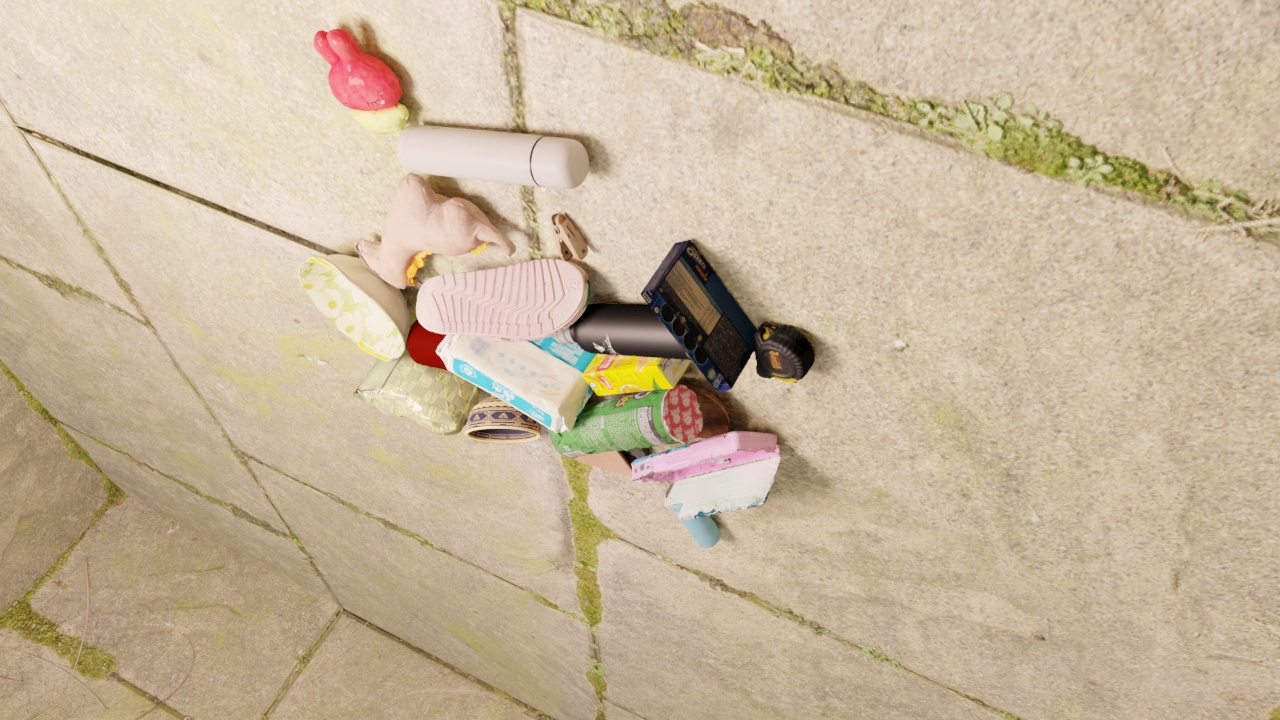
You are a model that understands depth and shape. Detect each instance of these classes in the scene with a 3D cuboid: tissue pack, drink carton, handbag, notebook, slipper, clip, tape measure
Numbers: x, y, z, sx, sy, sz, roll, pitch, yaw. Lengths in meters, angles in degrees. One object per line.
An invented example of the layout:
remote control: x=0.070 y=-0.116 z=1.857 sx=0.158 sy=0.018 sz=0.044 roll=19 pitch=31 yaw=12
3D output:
tissue pack: x=-0.155 y=-0.001 z=1.191 sx=0.209 sy=0.116 sz=0.066 roll=30 pitch=150 yaw=3
drink carton: x=-0.007 y=0.007 z=1.133 sx=0.135 sy=0.058 sz=0.043 roll=-7 pitch=129 yaw=45
handbag: x=-0.343 y=0.055 z=1.427 sx=0.186 sy=0.113 sz=0.117 roll=26 pitch=154 yaw=7
notebook: x=-0.100 y=0.090 z=1.341 sx=0.142 sy=0.008 sz=0.209 roll=8 pitch=141 yaw=48
slipper: x=-0.164 y=-0.068 z=1.128 sx=0.240 sy=0.094 sz=0.064 roll=-2 pitch=173 yaw=24
clip: x=-0.077 y=-0.138 z=1.032 sx=0.043 sy=0.024 sz=0.061 roll=8 pitch=137 yaw=32
tape measure: x=0.158 y=-0.009 z=1.000 sx=0.063 sy=0.038 sz=0.067 roll=20 pitch=143 yaw=32

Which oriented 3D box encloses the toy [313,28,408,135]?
toy: x=-0.299 y=-0.296 z=0.983 sx=0.092 sy=0.045 sz=0.135 roll=9 pitch=147 yaw=28

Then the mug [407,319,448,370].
mug: x=-0.275 y=-0.039 z=1.292 sx=0.083 sy=0.073 sz=0.106 roll=10 pitch=113 yaw=30

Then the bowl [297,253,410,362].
bowl: x=-0.397 y=-0.088 z=1.316 sx=0.188 sy=0.060 sz=0.220 roll=23 pitch=149 yaw=24

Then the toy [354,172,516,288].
toy: x=-0.268 y=-0.137 z=1.156 sx=0.196 sy=0.065 sz=0.265 roll=36 pitch=150 yaw=-5

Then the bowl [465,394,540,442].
bowl: x=-0.206 y=0.084 z=1.384 sx=0.112 sy=0.061 sz=0.112 roll=0 pitch=164 yaw=0

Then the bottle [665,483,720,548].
bottle: x=0.077 y=0.228 z=1.374 sx=0.040 sy=0.040 sz=0.130 roll=-1 pitch=135 yaw=40

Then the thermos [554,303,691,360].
thermos: x=-0.018 y=-0.036 z=1.083 sx=0.232 sy=0.061 sz=0.061 roll=4 pitch=138 yaw=36

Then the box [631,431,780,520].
box: x=0.084 y=0.161 z=1.210 sx=0.085 sy=0.096 sz=0.231 roll=8 pitch=161 yaw=-34

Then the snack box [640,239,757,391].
snack box: x=0.068 y=-0.047 z=0.981 sx=0.027 sy=0.082 sz=0.150 roll=-7 pitch=130 yaw=46

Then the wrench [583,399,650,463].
wrench: x=-0.083 y=0.062 z=1.308 sx=0.273 sy=0.018 sz=0.073 roll=46 pitch=145 yaw=-18

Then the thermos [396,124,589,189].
thermos: x=-0.157 y=-0.215 z=0.968 sx=0.224 sy=0.052 sz=0.052 roll=12 pitch=142 yaw=28

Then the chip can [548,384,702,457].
chip can: x=-0.025 y=0.082 z=1.178 sx=0.224 sy=0.075 sz=0.075 roll=-12 pitch=127 yaw=45

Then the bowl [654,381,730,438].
bowl: x=0.066 y=0.057 z=1.169 sx=0.114 sy=0.026 sz=0.102 roll=3 pitch=137 yaw=35
